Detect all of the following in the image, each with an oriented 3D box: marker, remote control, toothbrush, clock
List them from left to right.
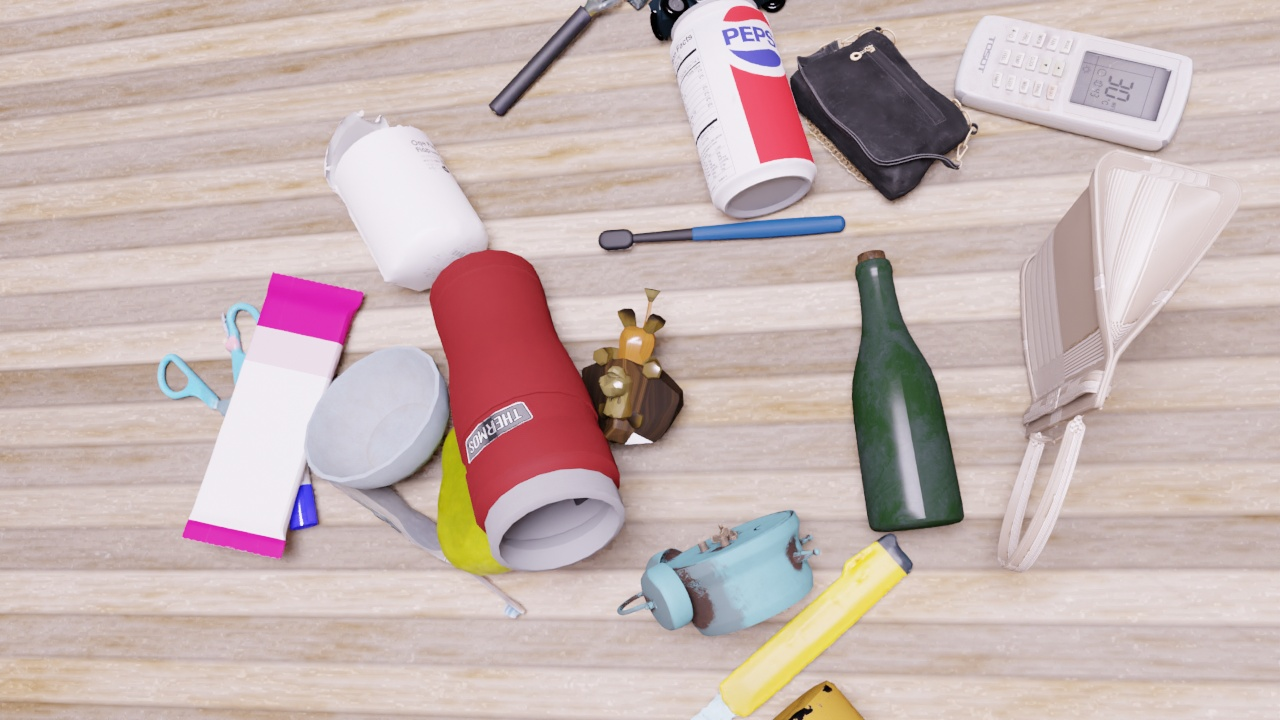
[{"bbox_3d":[-0.252,0.050,0.660,0.020,0.020,0.141,-16,76,8],"label":"marker"},{"bbox_3d":[-0.151,0.116,0.626,0.185,0.022,0.024,32,86,15],"label":"toothbrush"},{"bbox_3d":[0.045,0.130,0.548,0.124,0.090,0.053,-24,84,5],"label":"clock"},{"bbox_3d":[0.054,-0.087,0.625,0.168,0.014,0.014,-3,89,8],"label":"toothbrush"},{"bbox_3d":[0.277,-0.180,0.592,0.138,0.025,0.060,19,83,15],"label":"remote control"}]

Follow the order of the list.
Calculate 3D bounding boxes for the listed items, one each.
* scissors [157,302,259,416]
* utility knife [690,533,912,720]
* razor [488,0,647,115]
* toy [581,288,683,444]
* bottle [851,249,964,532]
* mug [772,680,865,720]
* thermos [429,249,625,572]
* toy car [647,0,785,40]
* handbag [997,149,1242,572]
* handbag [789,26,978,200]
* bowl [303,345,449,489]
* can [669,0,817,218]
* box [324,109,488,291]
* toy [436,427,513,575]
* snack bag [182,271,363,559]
[{"bbox_3d":[-0.317,0.029,0.682,0.111,0.015,0.140,-13,71,9],"label":"scissors"},{"bbox_3d":[0.078,0.188,0.564,0.223,0.019,0.030,-40,68,-3],"label":"utility knife"},{"bbox_3d":[-0.058,-0.235,0.675,0.144,0.022,0.043,-44,73,1],"label":"razor"},{"bbox_3d":[-0.003,0.003,0.593,0.076,0.062,0.100,15,100,32],"label":"toy"},{"bbox_3d":[0.155,0.015,0.565,0.055,0.055,0.174,-8,76,10],"label":"bottle"},{"bbox_3d":[0.094,0.251,0.514,0.094,0.100,0.124,48,132,18],"label":"mug"},{"bbox_3d":[-0.068,0.029,0.570,0.084,0.108,0.198,-37,49,16],"label":"thermos"},{"bbox_3d":[0.059,-0.258,0.644,0.112,0.046,0.034,-19,77,6],"label":"toy car"},{"bbox_3d":[0.225,0.016,0.489,0.062,0.175,0.198,18,85,14],"label":"handbag"},{"bbox_3d":[0.159,-0.166,0.601,0.079,0.054,0.128,-37,72,-2],"label":"handbag"},{"bbox_3d":[-0.172,0.044,0.623,0.106,0.039,0.106,-15,50,18],"label":"bowl"},{"bbox_3d":[0.066,-0.168,0.611,0.070,0.070,0.132,-16,76,8],"label":"can"},{"bbox_3d":[-0.174,-0.116,0.649,0.089,0.080,0.143,-37,72,19],"label":"box"},{"bbox_3d":[-0.093,0.084,0.604,0.090,0.051,0.110,-16,73,10],"label":"toy"},{"bbox_3d":[-0.255,0.035,0.645,0.070,0.016,0.196,12,74,1],"label":"snack bag"}]
